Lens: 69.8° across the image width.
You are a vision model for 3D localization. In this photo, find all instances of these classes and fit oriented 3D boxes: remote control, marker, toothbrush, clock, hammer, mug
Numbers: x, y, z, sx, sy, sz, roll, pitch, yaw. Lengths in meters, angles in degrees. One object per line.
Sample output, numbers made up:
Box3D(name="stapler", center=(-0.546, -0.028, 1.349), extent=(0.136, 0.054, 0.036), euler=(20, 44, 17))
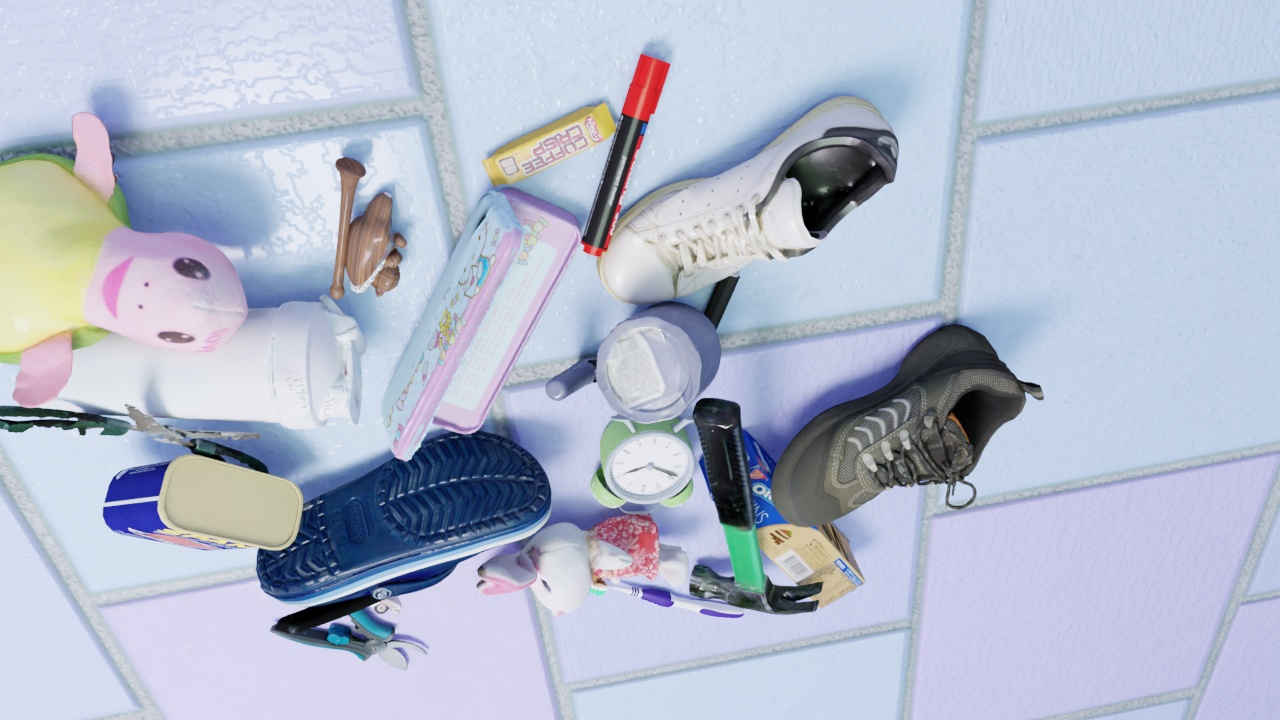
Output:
Box3D(name="remote control", center=(-0.240, 0.202, 0.800), extent=(0.151, 0.041, 0.020), euler=(-19, 97, -41))
Box3D(name="marker", center=(-0.012, -0.145, 0.660), extent=(0.023, 0.021, 0.145), euler=(4, 114, -39))
Box3D(name="toothbrush", center=(0.023, 0.241, 0.928), extent=(0.186, 0.015, 0.016), euler=(17, 122, -20))
Box3D(name="clock", center=(0.005, 0.090, 0.812), extent=(0.094, 0.042, 0.119), euler=(3, 121, -11))
Box3D(name="hammer", center=(0.084, 0.136, 0.779), extent=(0.130, 0.032, 0.319), euler=(10, 144, 22))
Box3D(name="mug", center=(-0.004, 0.004, 0.708), extent=(0.124, 0.104, 0.084), euler=(-11, 96, 12))
Box3D(name="marker", center=(0.054, -0.019, 0.766), extent=(0.021, 0.017, 0.124), euler=(13, 118, -18))

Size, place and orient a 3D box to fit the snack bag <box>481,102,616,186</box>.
Box3D(name="snack bag", center=(-0.066, -0.153, 0.658), extent=(0.099, 0.020, 0.026), euler=(-23, 124, 5))

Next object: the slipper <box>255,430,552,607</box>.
Box3D(name="slipper", center=(-0.195, 0.141, 0.781), extent=(0.253, 0.105, 0.095), euler=(-18, 143, -1))

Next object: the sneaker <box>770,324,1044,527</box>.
Box3D(name="sneaker", center=(0.233, 0.082, 0.766), extent=(0.238, 0.143, 0.101), euler=(-39, 122, 0))

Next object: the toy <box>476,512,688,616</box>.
Box3D(name="toy", center=(-0.054, 0.186, 0.836), extent=(0.194, 0.084, 0.159), euler=(-4, 163, -15))

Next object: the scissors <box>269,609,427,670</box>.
Box3D(name="scissors", center=(-0.277, 0.257, 0.881), extent=(0.155, 0.019, 0.125), euler=(5, 122, -16))

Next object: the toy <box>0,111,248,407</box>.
Box3D(name="toy", center=(-0.380, -0.064, 0.600), extent=(0.238, 0.088, 0.190), euler=(9, 85, 1))

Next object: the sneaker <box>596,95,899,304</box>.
Box3D(name="sneaker", center=(0.082, -0.099, 0.669), extent=(0.242, 0.102, 0.089), euler=(-30, 123, 10))

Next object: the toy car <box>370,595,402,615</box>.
Box3D(name="toy car", center=(-0.265, 0.193, 0.833), extent=(0.113, 0.039, 0.039), euler=(33, 90, -27))

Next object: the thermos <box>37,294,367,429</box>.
Box3D(name="thermos", center=(-0.317, 0.000, 0.670), extent=(0.220, 0.099, 0.099), euler=(1, 122, -6))

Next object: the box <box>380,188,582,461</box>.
Box3D(name="box", center=(-0.122, -0.018, 0.690), extent=(0.089, 0.092, 0.215), euler=(22, 116, -22))

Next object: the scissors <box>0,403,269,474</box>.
Box3D(name="scissors", center=(-0.370, 0.063, 0.690), extent=(0.202, 0.015, 0.202), euler=(3, 158, 2))

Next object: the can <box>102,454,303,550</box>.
Box3D(name="can", center=(-0.344, 0.115, 0.720), extent=(0.092, 0.056, 0.116), euler=(-10, 155, 33))

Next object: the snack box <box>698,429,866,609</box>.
Box3D(name="snack box", center=(0.137, 0.153, 0.867), extent=(0.057, 0.056, 0.207), euler=(-35, 122, 13))

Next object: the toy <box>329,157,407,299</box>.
Box3D(name="toy", center=(-0.196, -0.090, 0.661), extent=(0.054, 0.041, 0.102), euler=(1, 116, -28))
